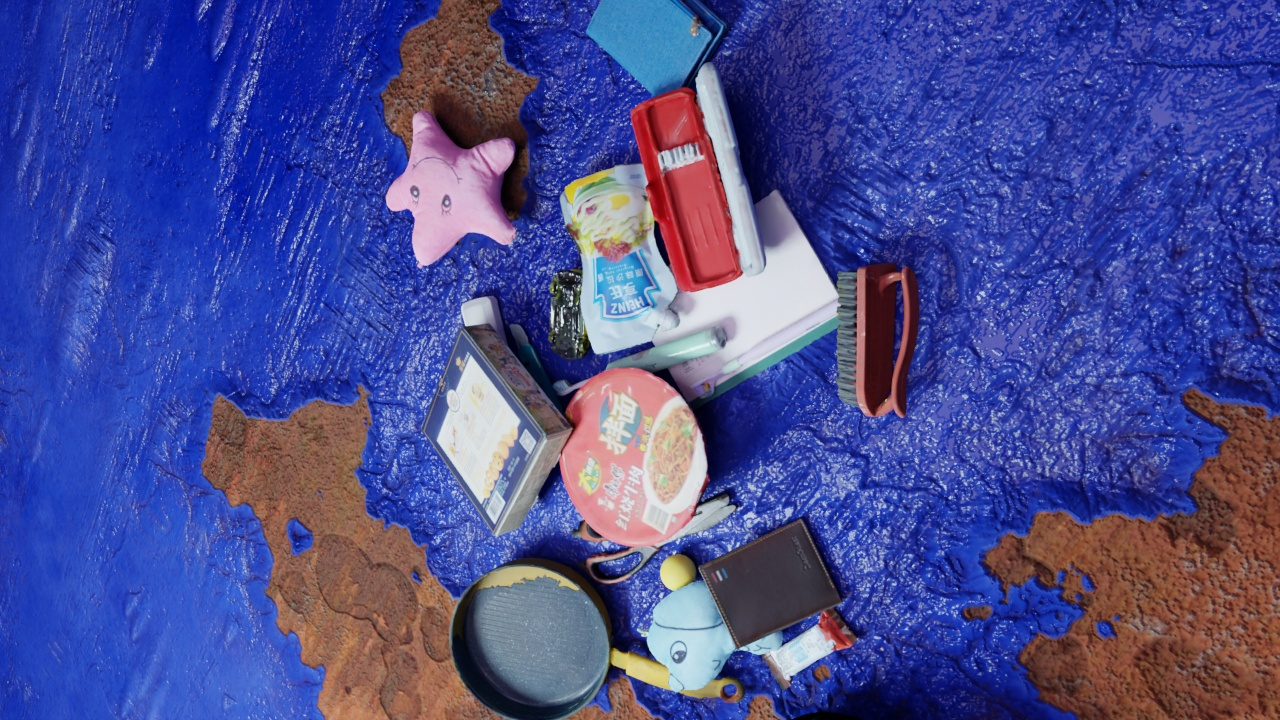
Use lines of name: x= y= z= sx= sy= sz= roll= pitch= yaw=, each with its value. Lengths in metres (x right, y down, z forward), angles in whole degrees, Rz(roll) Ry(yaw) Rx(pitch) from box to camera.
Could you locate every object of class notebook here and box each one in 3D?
notebook: x=0.097 y=-0.057 z=0.957 sx=0.210 sy=0.012 sz=0.150 roll=-32 pitch=84 yaw=30

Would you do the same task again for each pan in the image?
pan: x=-0.055 y=0.344 z=1.070 sx=0.358 sy=0.078 sz=0.198 roll=6 pitch=97 yaw=10

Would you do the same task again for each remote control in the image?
remote control: x=-0.184 y=-0.014 z=1.114 sx=0.049 sy=0.024 sz=0.125 roll=-13 pitch=93 yaw=31

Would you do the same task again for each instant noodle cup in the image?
instant noodle cup: x=0.003 y=0.102 z=0.997 sx=0.194 sy=0.065 sz=0.194 roll=2 pitch=93 yaw=36

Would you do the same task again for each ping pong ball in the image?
ping pong ball: x=0.042 y=0.236 z=1.022 sx=0.040 sy=0.040 sz=0.040 roll=5 pitch=101 yaw=28

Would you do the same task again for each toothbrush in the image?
toothbrush: x=0.129 y=-0.012 z=0.932 sx=0.190 sy=0.029 sz=0.021 roll=-33 pitch=47 yaw=29
toothbrush: x=-0.006 y=0.006 z=1.007 sx=0.225 sy=0.026 sz=0.027 roll=-19 pitch=118 yaw=31

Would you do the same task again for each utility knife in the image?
utility knife: x=-0.116 y=0.037 z=1.091 sx=0.029 sy=0.013 sz=0.179 roll=-27 pitch=85 yaw=28

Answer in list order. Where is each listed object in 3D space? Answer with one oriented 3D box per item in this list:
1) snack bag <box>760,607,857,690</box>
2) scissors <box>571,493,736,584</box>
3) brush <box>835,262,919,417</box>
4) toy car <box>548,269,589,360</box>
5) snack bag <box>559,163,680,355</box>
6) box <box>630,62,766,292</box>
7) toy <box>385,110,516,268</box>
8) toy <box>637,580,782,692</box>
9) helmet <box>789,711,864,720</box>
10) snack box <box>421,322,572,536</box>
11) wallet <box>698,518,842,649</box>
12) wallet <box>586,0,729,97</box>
snack bag: x=0.176 y=0.304 z=0.968 sx=0.104 sy=0.026 sz=0.048 roll=-47 pitch=64 yaw=28
scissors: x=0.009 y=0.187 z=1.046 sx=0.192 sy=0.015 sz=0.207 roll=31 pitch=112 yaw=22
brush: x=0.225 y=-0.017 z=0.864 sx=0.069 sy=0.063 sz=0.146 roll=9 pitch=104 yaw=41
toy car: x=-0.077 y=-0.052 z=1.044 sx=0.048 sy=0.032 sz=0.105 roll=14 pitch=111 yaw=26
snack bag: x=-0.022 y=-0.108 z=0.986 sx=0.110 sy=0.039 sz=0.191 roll=-13 pitch=85 yaw=12
box: x=0.066 y=-0.175 z=0.902 sx=0.155 sy=0.073 sz=0.201 roll=-11 pitch=96 yaw=56
toy: x=-0.220 y=-0.188 z=1.072 sx=0.195 sy=0.074 sz=0.179 roll=25 pitch=101 yaw=24
toy: x=0.076 y=0.285 z=0.990 sx=0.156 sy=0.049 sz=0.161 roll=8 pitch=91 yaw=15
helmet: x=0.180 y=0.460 z=0.859 sx=0.233 sy=0.275 sz=0.230 roll=37 pitch=87 yaw=7
snack box: x=-0.174 y=0.080 z=1.074 sx=0.182 sy=0.045 sz=0.178 roll=50 pitch=131 yaw=26
wallet: x=0.135 y=0.232 z=0.955 sx=0.122 sy=0.020 sz=0.096 roll=-25 pitch=85 yaw=1
wallet: x=0.015 y=-0.340 z=0.940 sx=0.133 sy=0.040 sz=0.107 roll=45 pitch=125 yaw=13
